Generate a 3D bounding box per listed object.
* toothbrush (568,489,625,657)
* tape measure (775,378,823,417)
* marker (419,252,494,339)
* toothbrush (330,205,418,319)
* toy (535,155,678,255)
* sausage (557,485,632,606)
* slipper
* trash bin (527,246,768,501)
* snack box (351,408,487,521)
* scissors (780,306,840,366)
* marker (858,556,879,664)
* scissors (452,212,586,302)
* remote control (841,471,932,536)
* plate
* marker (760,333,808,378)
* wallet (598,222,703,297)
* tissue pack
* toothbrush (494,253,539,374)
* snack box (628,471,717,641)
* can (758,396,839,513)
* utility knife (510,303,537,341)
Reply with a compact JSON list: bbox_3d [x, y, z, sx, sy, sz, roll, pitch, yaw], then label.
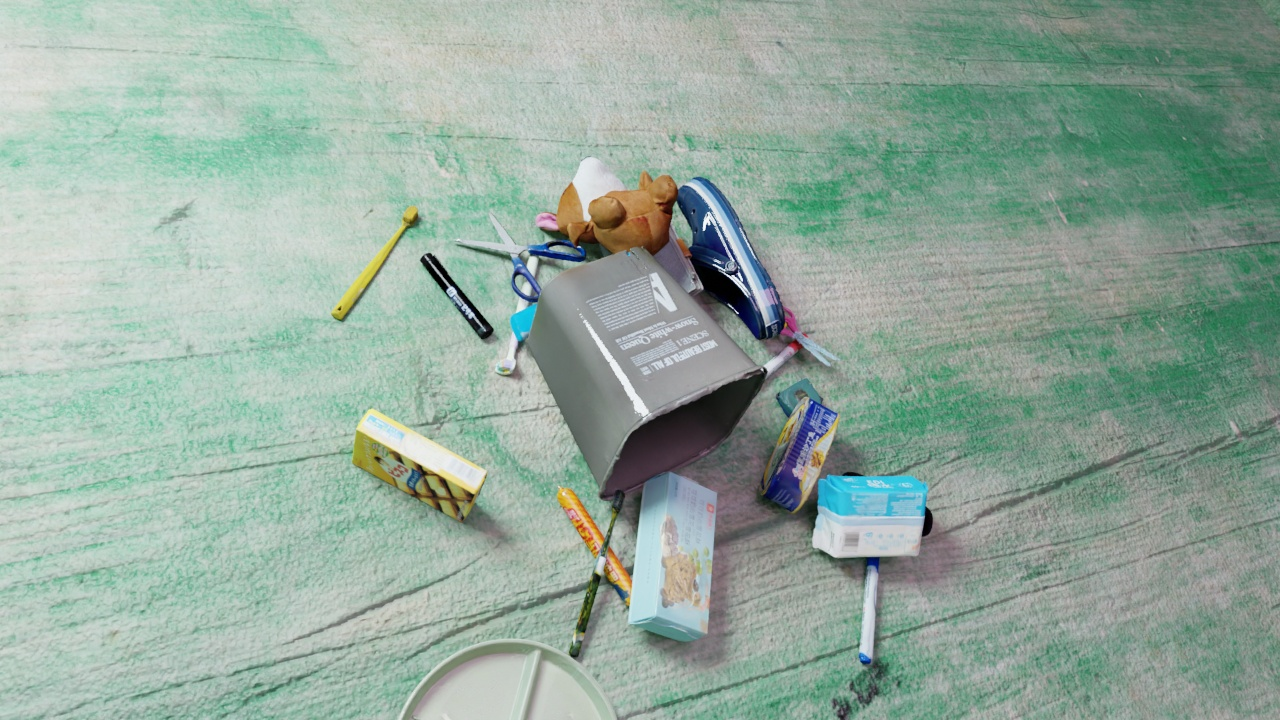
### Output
[{"bbox_3d":[-0.047,0.228,0.996,0.012,0.017,0.185,12,68,13],"label":"toothbrush"},{"bbox_3d":[0.213,0.054,1.213,0.058,0.025,0.054,-27,72,-30],"label":"tape measure"},{"bbox_3d":[-0.226,-0.080,1.130,0.132,0.020,0.022,50,28,13],"label":"marker"},{"bbox_3d":[-0.321,-0.123,1.119,0.015,0.017,0.189,27,55,-3],"label":"toothbrush"},{"bbox_3d":[-0.045,-0.194,1.163,0.140,0.200,0.130,-20,108,-22],"label":"toy"},{"bbox_3d":[-0.047,0.208,1.027,0.021,0.022,0.165,-27,73,-31],"label":"sausage"},{"bbox_3d":[0.107,-0.129,1.242,0.095,0.105,0.252,-24,68,-8],"label":"slipper"},{"bbox_3d":[-0.006,0.006,1.065,0.198,0.199,0.219,-21,65,-29],"label":"trash bin"},{"bbox_3d":[-0.235,0.113,0.971,0.140,0.087,0.033,31,55,-2],"label":"snack box"},{"bbox_3d":[0.222,-0.036,1.257,0.137,0.017,0.076,32,45,21],"label":"scissors"},{"bbox_3d":[0.276,0.292,1.103,0.017,0.017,0.145,20,56,-9],"label":"marker"},{"bbox_3d":[-0.152,-0.135,1.175,0.175,0.012,0.162,1,50,-14],"label":"scissors"},{"bbox_3d":[0.310,0.185,1.173,0.136,0.024,0.053,25,59,-7],"label":"remote control"},{"bbox_3d":[-0.128,0.388,0.888,0.230,0.028,0.229,9,59,-16],"label":"plate"},{"bbox_3d":[0.180,0.005,1.234,0.144,0.017,0.017,-37,79,-33],"label":"marker"},{"bbox_3d":[0.016,-0.123,1.213,0.107,0.037,0.129,-29,69,9],"label":"wallet"},{"bbox_3d":[0.279,0.186,1.112,0.140,0.063,0.090,1,103,-11],"label":"tissue pack"},{"bbox_3d":[-0.150,-0.064,1.149,0.029,0.020,0.189,-8,53,24],"label":"toothbrush"},{"bbox_3d":[0.038,0.217,1.024,0.074,0.052,0.174,27,53,-28],"label":"snack box"},{"bbox_3d":[0.198,0.116,1.141,0.049,0.075,0.147,29,61,-1],"label":"can"},{"bbox_3d":[-0.095,-0.073,1.165,0.185,0.018,0.034,-32,82,-42],"label":"utility knife"}]
